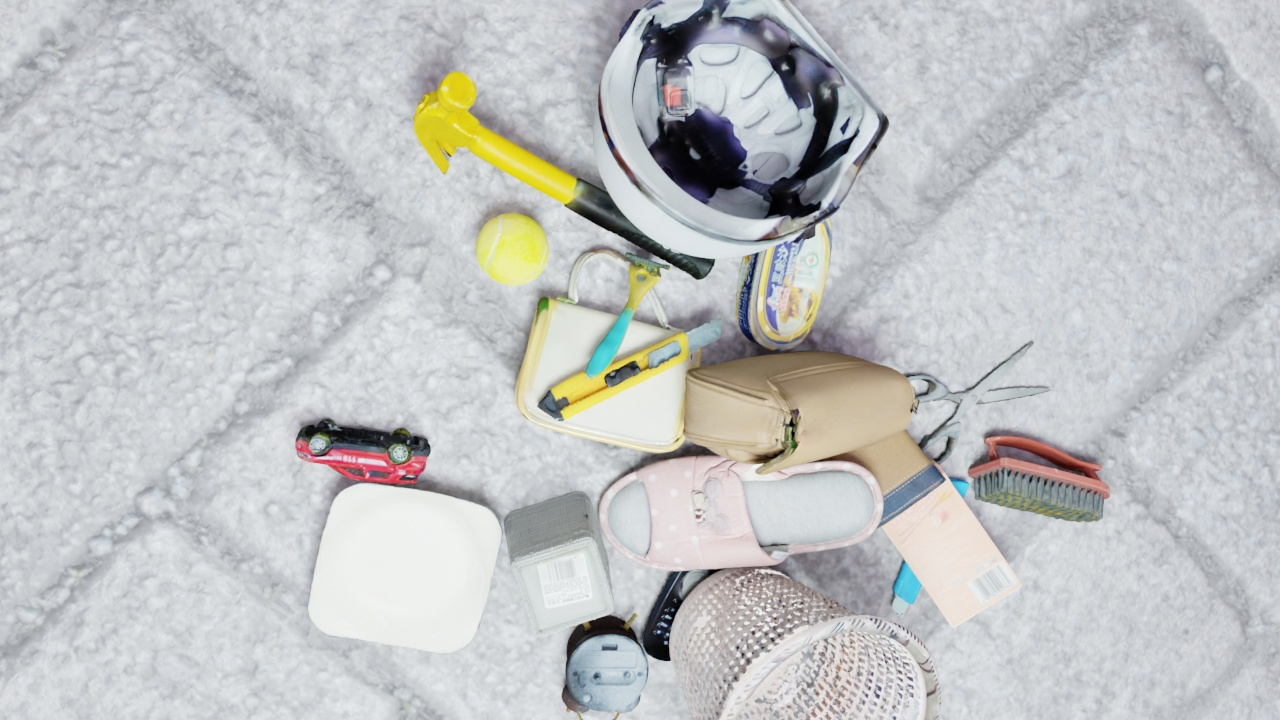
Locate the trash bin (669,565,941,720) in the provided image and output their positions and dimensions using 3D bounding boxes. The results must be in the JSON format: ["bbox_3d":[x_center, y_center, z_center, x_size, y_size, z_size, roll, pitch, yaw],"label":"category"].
[{"bbox_3d":[0.130,0.298,0.858,0.227,0.192,0.228,-6,107,-20],"label":"trash bin"}]

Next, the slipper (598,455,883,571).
[{"bbox_3d":[0.094,0.146,0.881,0.274,0.054,0.114,-4,90,6],"label":"slipper"}]

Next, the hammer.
[{"bbox_3d":[-0.061,-0.150,0.816,0.300,0.129,0.032,26,72,-23],"label":"hammer"}]

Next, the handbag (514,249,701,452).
[{"bbox_3d":[-0.025,-0.011,0.869,0.163,0.063,0.178,14,83,-11],"label":"handbag"}]

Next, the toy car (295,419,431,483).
[{"bbox_3d":[-0.257,0.086,0.848,0.120,0.053,0.045,11,100,-11],"label":"toy car"}]

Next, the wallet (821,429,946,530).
[{"bbox_3d":[0.233,0.099,0.913,0.090,0.033,0.115,-35,79,-2],"label":"wallet"}]

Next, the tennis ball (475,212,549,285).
[{"bbox_3d":[-0.116,-0.100,0.829,0.065,0.065,0.065,-1,100,-8],"label":"tennis ball"}]

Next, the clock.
[{"bbox_3d":[-0.037,0.313,0.920,0.082,0.055,0.122,3,100,-10],"label":"clock"}]

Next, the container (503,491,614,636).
[{"bbox_3d":[-0.076,0.192,0.862,0.090,0.114,0.090,-17,103,-5],"label":"container"}]

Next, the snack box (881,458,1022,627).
[{"bbox_3d":[0.310,0.188,0.941,0.084,0.026,0.157,-35,93,9],"label":"snack box"}]

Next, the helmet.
[{"bbox_3d":[0.062,-0.187,0.784,0.229,0.146,0.258,45,66,-3],"label":"helmet"}]

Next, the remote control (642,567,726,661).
[{"bbox_3d":[0.046,0.242,0.934,0.053,0.024,0.136,27,95,-16],"label":"remote control"}]

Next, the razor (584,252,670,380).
[{"bbox_3d":[-0.018,-0.037,0.831,0.043,0.028,0.132,21,70,14],"label":"razor"}]

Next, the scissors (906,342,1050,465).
[{"bbox_3d":[0.337,0.043,0.946,0.178,0.014,0.159,16,98,-11],"label":"scissors"}]

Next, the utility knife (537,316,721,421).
[{"bbox_3d":[-0.005,0.005,0.834,0.192,0.015,0.033,-26,88,-14],"label":"utility knife"}]

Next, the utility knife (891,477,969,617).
[{"bbox_3d":[0.300,0.197,0.967,0.034,0.018,0.162,19,98,-11],"label":"utility knife"}]

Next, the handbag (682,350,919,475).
[{"bbox_3d":[0.141,0.045,0.833,0.204,0.148,0.100,-9,105,-34],"label":"handbag"}]

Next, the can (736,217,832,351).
[{"bbox_3d":[0.137,-0.083,0.877,0.074,0.049,0.148,10,99,-10],"label":"can"}]

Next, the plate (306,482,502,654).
[{"bbox_3d":[-0.223,0.195,0.878,0.164,0.034,0.164,14,102,-12],"label":"plate"}]

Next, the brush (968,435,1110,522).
[{"bbox_3d":[0.421,0.122,0.953,0.145,0.063,0.069,14,68,-11],"label":"brush"}]
